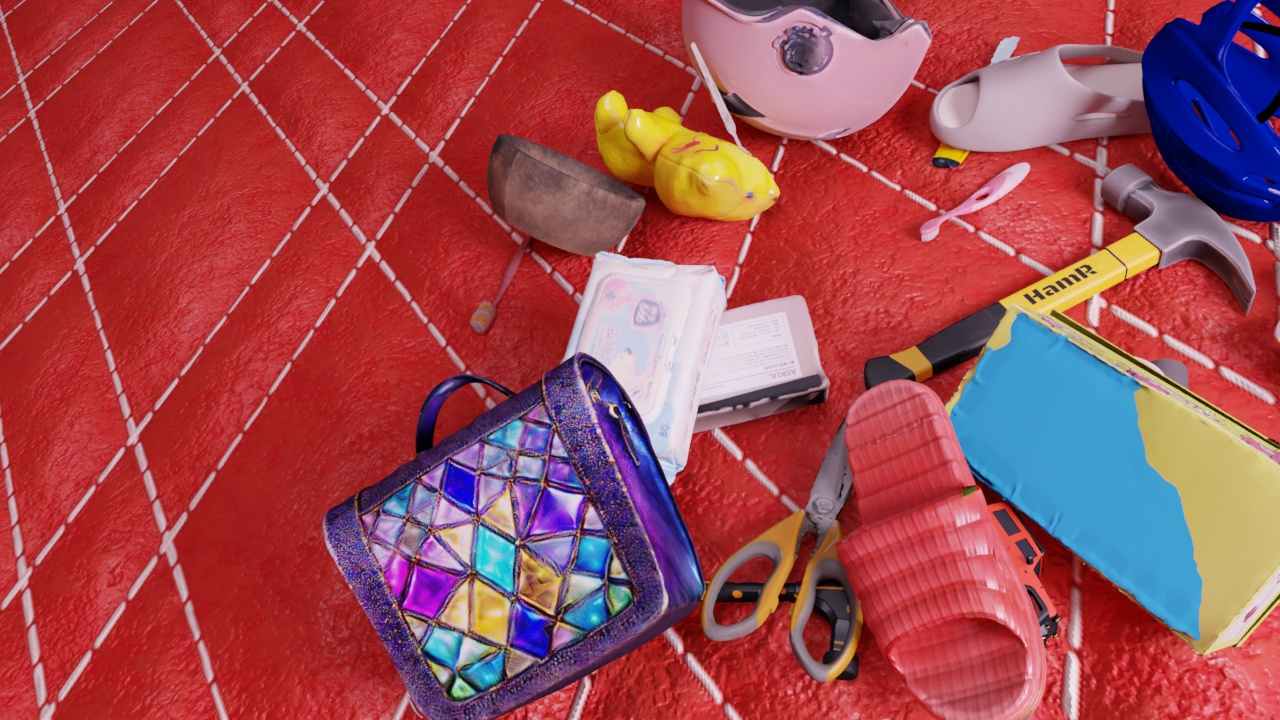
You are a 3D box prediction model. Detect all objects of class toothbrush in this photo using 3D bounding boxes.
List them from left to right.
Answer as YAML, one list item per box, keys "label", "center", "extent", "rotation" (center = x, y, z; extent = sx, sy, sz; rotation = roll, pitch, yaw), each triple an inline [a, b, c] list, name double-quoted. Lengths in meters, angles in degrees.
- label: "toothbrush"
  center: [-0.136, -0.099, 0.971]
  extent: [0.015, 0.016, 0.184]
  rotation: [1, 49, 28]
- label: "toothbrush"
  center: [0.085, -0.245, 0.909]
  extent: [0.010, 0.181, 0.010]
  rotation: [-45, 52, -4]
- label: "toothbrush"
  center: [0.314, -0.149, 0.861]
  extent: [0.135, 0.016, 0.021]
  rotation: [-32, 48, -13]

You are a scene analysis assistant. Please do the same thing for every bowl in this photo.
- label: "bowl"
  center: [-0.082, -0.162, 0.926]
  extent: [0.162, 0.162, 0.070]
  rotation: [38, 110, 39]

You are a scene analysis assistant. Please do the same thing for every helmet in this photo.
- label: "helmet"
  center: [0.154, -0.316, 0.942]
  extent: [0.255, 0.153, 0.229]
  rotation: [5, 35, -16]
- label: "helmet"
  center: [0.522, -0.226, 0.721]
  extent: [0.147, 0.228, 0.241]
  rotation: [8, 60, -26]

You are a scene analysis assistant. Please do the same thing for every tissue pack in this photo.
- label: "tissue pack"
  center: [-0.004, 0.004, 0.727]
  extent: [0.112, 0.070, 0.181]
  rotation: [10, 71, 17]
- label: "tissue pack"
  center: [0.061, 0.008, 0.784]
  extent: [0.181, 0.071, 0.103]
  rotation: [-16, 63, 9]

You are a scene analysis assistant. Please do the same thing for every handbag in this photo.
- label: "handbag"
  center: [-0.086, 0.110, 0.623]
  extent: [0.205, 0.125, 0.222]
  rotation: [-32, 73, 8]

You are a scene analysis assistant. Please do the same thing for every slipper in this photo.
- label: "slipper"
  center: [0.178, 0.113, 0.595]
  extent: [0.104, 0.059, 0.248]
  rotation: [-33, 46, 29]
- label: "slipper"
  center: [0.416, -0.266, 0.873]
  extent: [0.266, 0.081, 0.112]
  rotation: [0, 55, 12]

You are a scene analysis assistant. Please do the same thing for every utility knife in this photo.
- label: "utility knife"
  center: [0.352, -0.271, 0.950]
  extent: [0.030, 0.019, 0.218]
  rotation: [20, 64, 25]

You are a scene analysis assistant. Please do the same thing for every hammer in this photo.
- label: "hammer"
  center: [0.002, 0.168, 0.680]
  extent: [0.321, 0.036, 0.123]
  rotation: [-2, 49, 14]
- label: "hammer"
  center: [0.332, -0.046, 0.755]
  extent: [0.324, 0.034, 0.169]
  rotation: [-26, 48, -3]

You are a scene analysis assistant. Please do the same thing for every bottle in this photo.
- label: "bottle"
  center: [0.373, 0.051, 0.654]
  extent: [0.030, 0.030, 0.112]
  rotation: [6, 53, 24]

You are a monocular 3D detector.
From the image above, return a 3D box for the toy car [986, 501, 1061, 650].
- label: "toy car"
  center: [0.244, 0.140, 0.606]
  extent: [0.049, 0.051, 0.100]
  rotation: [-24, 46, 0]

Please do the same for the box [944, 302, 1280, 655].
- label: "box"
  center: [0.311, 0.066, 0.594]
  extent: [0.221, 0.081, 0.124]
  rotation: [44, 116, 44]

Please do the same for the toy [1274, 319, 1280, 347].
- label: "toy"
  center: [0.542, -0.022, 0.618]
  extent: [0.172, 0.093, 0.163]
  rotation: [-25, 48, -1]

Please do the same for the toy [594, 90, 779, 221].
- label: "toy"
  center: [0.035, -0.200, 0.932]
  extent: [0.194, 0.134, 0.087]
  rotation: [37, 111, 33]

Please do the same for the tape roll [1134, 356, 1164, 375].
- label: "tape roll"
  center: [0.336, 0.036, 0.667]
  extent: [0.093, 0.013, 0.092]
  rotation: [-29, 38, 25]

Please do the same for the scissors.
- label: "scissors"
  center: [0.137, 0.123, 0.658]
  extent: [0.134, 0.016, 0.227]
  rotation: [23, 56, 29]
